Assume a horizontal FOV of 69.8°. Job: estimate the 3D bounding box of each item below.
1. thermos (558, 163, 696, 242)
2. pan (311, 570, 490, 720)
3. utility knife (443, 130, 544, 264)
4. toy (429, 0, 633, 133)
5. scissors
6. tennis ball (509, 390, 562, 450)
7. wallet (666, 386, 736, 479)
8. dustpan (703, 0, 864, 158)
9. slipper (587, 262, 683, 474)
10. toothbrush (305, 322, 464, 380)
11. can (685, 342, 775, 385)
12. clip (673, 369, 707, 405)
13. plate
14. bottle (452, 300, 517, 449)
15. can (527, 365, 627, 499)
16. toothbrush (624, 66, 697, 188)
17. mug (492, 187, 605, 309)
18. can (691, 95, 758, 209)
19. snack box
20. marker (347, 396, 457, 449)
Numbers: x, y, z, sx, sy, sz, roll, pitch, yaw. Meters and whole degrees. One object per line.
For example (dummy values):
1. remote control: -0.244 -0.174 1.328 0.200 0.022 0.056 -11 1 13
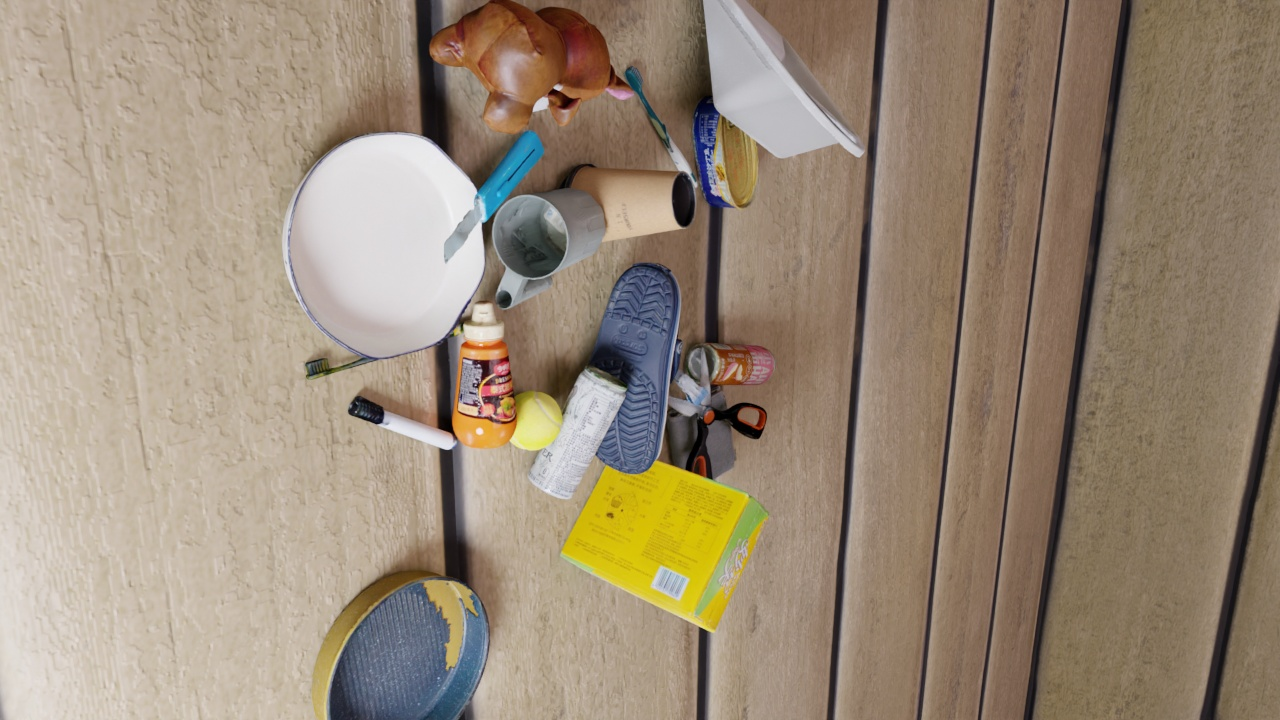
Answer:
1. thermos: -0.016 -0.171 1.004 0.092 0.143 0.093 -9 101 -60
2. pan: -0.223 0.390 0.958 0.197 0.078 0.358 -25 118 -43
3. utility knife: -0.142 -0.161 0.887 0.222 0.018 0.034 -65 152 -45
4. toy: -0.099 -0.284 0.888 0.140 0.131 0.199 51 40 1
5. scissors: 0.094 0.085 1.227 0.231 0.022 0.221 -4 111 -41
6. tennis ball: -0.118 0.065 1.000 0.065 0.066 0.065 -17 113 -46
7. wallet: 0.084 0.110 1.274 0.106 0.037 0.130 -27 121 -30
8. dustpan: 0.187 -0.358 1.120 0.222 0.143 0.257 19 67 -50
9. slipper: -0.007 0.006 1.098 0.095 0.105 0.253 -24 124 -69
10. toothbrush: -0.237 -0.014 0.882 0.185 0.012 0.017 -22 106 -44
11. can: 0.127 0.006 1.277 0.147 0.058 0.058 2 99 -50
12. clip: 0.062 0.033 1.150 0.025 0.036 0.058 -49 129 -7
13. plate: -0.233 -0.104 0.835 0.204 0.046 0.205 -18 115 -46
14. bottle: -0.159 0.013 0.935 0.066 0.067 0.149 -14 112 -47
15. can: -0.071 0.082 1.040 0.058 0.058 0.147 20 100 -50
16. toothbrush: 0.029 -0.280 1.116 0.191 0.016 0.018 52 51 -43
17. mug: -0.100 -0.117 0.950 0.124 0.084 0.103 -62 169 24
18. can: 0.111 -0.269 1.187 0.074 0.049 0.148 -36 126 -38
19. snack box: 0.027 0.208 1.098 0.070 0.210 0.157 45 67 -47
20. marker: -0.231 0.063 0.905 0.130 0.018 0.022 29 69 -49
